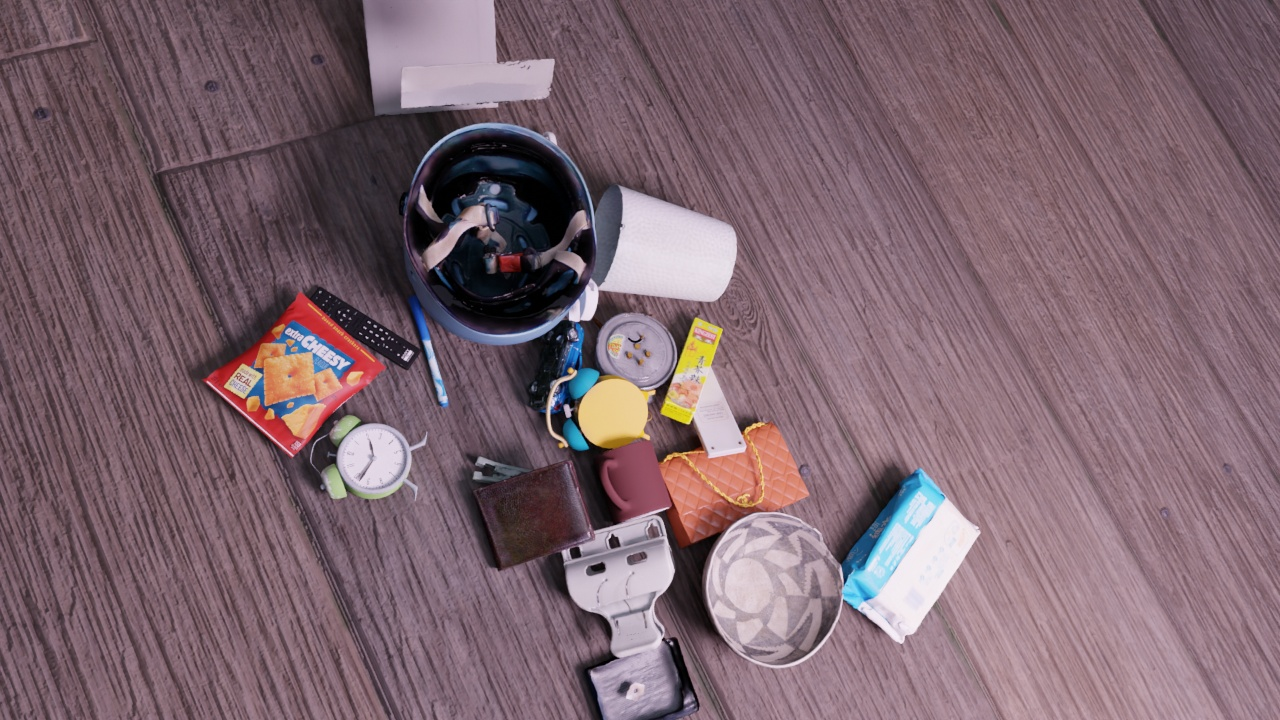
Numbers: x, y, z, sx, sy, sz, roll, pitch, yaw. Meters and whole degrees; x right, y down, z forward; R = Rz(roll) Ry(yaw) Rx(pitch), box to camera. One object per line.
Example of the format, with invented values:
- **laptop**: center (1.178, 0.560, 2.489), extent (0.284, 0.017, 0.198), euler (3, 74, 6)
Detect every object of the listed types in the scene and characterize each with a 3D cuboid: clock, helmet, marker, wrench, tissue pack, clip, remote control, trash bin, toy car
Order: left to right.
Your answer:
- **remote control**: center (-0.327, -0.038, 1.084), extent (0.140, 0.009, 0.030), euler (33, 66, -6)
- **clock**: center (-0.306, 0.112, 1.025), extent (0.119, 0.043, 0.094), euler (12, 69, -14)
- **marker**: center (-0.253, -0.011, 1.098), extent (0.013, 0.013, 0.141), euler (-14, 78, -21)
- **helmet**: center (-0.173, -0.140, 1.078), extent (0.225, 0.167, 0.265), euler (8, 73, -18)
- **clip**: center (-0.159, 0.136, 1.077), extent (0.076, 0.023, 0.045), euler (15, 71, -11)
- **toy car**: center (-0.100, 0.009, 1.120), extent (0.043, 0.056, 0.120), euler (25, 71, -36)
- **wrench**: center (-0.098, -0.175, 1.177), extent (0.018, 0.066, 0.273), euler (0, 68, -34)
- **clock**: center (-0.048, 0.060, 1.090), extent (0.129, 0.044, 0.099), euler (5, 99, -16)
- **clip**: center (-0.018, 0.259, 1.045), extent (0.125, 0.075, 0.144), euler (-15, 80, 7)
- **clock**: center (-0.007, 0.007, 1.148), extent (0.103, 0.056, 0.147), euler (-4, 73, -19)
- **trash bin**: center (0.027, -0.141, 1.170), extent (0.161, 0.134, 0.133), euler (10, 70, -20)
- **remote control**: center (0.086, 0.062, 1.154), extent (0.050, 0.011, 0.135), euler (-9, 51, -16)
- **tissue pack**: center (0.340, 0.252, 1.177), extent (0.117, 0.066, 0.208), euler (43, 67, -2)

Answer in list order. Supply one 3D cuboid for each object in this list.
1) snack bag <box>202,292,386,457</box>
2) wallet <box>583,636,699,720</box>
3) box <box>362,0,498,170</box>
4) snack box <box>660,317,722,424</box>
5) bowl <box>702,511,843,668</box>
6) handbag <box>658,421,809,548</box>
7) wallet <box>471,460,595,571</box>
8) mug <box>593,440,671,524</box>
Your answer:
- **snack bag**: center (-0.386, 0.015, 1.032), extent (0.131, 0.039, 0.143), euler (42, 66, -2)
- **wallet**: center (0.001, 0.376, 1.049), extent (0.114, 0.026, 0.089), euler (-14, 78, -21)
- **box**: center (-0.256, -0.386, 1.148), extent (0.167, 0.381, 0.171), euler (-10, 60, -20)
- **snack box**: center (0.065, 0.011, 1.160), extent (0.040, 0.029, 0.147), euler (22, 51, 0)
- **bowl**: center (0.145, 0.272, 1.098), extent (0.178, 0.081, 0.178), euler (5, 74, -20)
- **handbag**: center (0.111, 0.149, 1.141), extent (0.171, 0.060, 0.109), euler (-17, 75, -22)
- **wallet**: center (-0.121, 0.176, 1.048), extent (0.120, 0.031, 0.099), euler (-19, 88, 4)
- **mug**: center (-0.017, 0.145, 1.078), extent (0.073, 0.105, 0.082), euler (-23, 78, 22)
